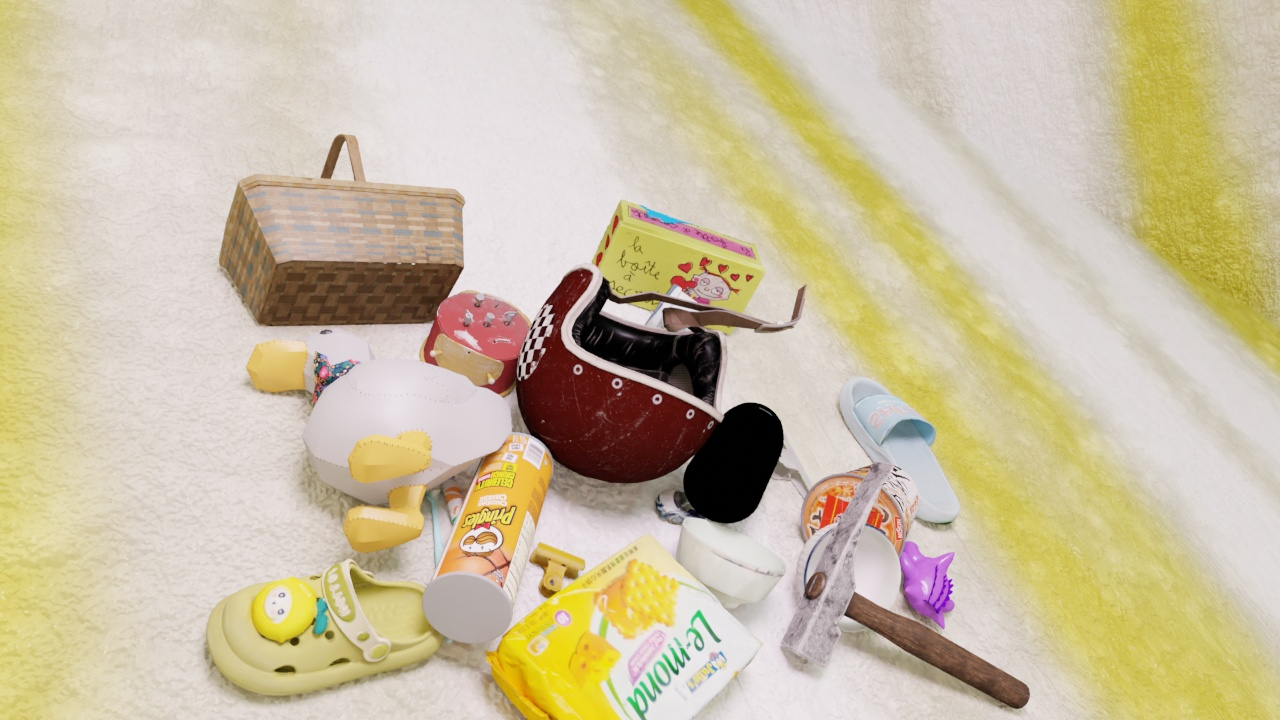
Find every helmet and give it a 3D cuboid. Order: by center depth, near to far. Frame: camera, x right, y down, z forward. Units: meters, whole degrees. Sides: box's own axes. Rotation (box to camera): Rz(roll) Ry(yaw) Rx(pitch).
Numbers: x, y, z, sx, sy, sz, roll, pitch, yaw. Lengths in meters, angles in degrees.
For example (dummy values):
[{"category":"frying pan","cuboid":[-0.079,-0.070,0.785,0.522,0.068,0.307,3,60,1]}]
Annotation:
[{"category":"helmet","cuboid":[-0.007,0.006,0.982,0.233,0.234,0.253,25,73,-32]}]

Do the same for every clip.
[{"category":"clip","cuboid":[-0.082,0.203,0.887,0.054,0.044,0.049,25,12,-9]},{"category":"clip","cuboid":[0.185,0.126,1.151,0.056,0.046,0.101,16,35,-38]}]

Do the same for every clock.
[{"category":"clock","cuboid":[-0.180,-0.032,1.055,0.117,0.081,0.158,26,36,-5]},{"category":"clock","cuboid":[0.036,-0.050,1.224,0.057,0.083,0.117,35,35,-3]}]

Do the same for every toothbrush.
[{"category":"toothbrush","cuboid":[-0.187,0.180,0.855,0.016,0.017,0.180,8,43,-26]}]

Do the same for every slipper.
[{"category":"slipper","cuboid":[-0.240,0.207,0.734,0.190,0.082,0.091,4,46,-34]},{"category":"slipper","cuboid":[0.365,0.113,1.257,0.104,0.074,0.245,4,45,-32]}]

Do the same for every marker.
[{"category":"marker","cuboid":[-0.189,0.127,0.915,0.017,0.017,0.145,1,45,-33]}]

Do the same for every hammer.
[{"category":"hammer","cuboid":[0.318,0.268,0.987,0.300,0.037,0.217,31,80,-16]}]

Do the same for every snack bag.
[{"category":"snack bag","cuboid":[-0.015,0.268,0.822,0.159,0.068,0.246,45,39,18]}]

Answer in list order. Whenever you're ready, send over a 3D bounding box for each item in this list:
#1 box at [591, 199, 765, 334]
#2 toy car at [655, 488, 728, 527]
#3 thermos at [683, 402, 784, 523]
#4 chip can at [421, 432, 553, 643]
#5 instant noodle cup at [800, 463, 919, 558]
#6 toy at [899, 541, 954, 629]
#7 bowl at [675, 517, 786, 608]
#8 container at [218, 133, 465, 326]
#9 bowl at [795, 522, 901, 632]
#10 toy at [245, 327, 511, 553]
[{"category":"box","cuboid":[0.049,-0.131,1.295,0.220,0.125,0.081,16,36,-19]},{"category":"toy car","cuboid":[0.061,0.166,1.028,0.089,0.027,0.038,16,40,-18]},{"category":"thermos","cuboid":[0.116,0.108,1.062,0.086,0.086,0.198,34,22,6]},{"category":"chip can","cuboid":[-0.133,0.154,0.841,0.075,0.075,0.214,24,27,-7]},{"category":"instant noodle cup","cuboid":[0.272,0.178,1.089,0.123,0.124,0.121,44,30,19]},{"category":"toy","cuboid":[0.338,0.261,1.075,0.106,0.056,0.087,45,44,-13]},{"category":"bowl","cuboid":[0.086,0.214,0.943,0.117,0.061,0.117,23,4,-2]},{"category":"container","cuboid":[-0.333,-0.149,1.034,0.249,0.158,0.186,-3,58,-36]},{"category":"bowl","cuboid":[0.218,0.232,1.007,0.118,0.118,0.062,17,-6,-17]},{"category":"toy","cuboid":[-0.244,0.052,0.873,0.246,0.141,0.267,1,30,-21]}]
